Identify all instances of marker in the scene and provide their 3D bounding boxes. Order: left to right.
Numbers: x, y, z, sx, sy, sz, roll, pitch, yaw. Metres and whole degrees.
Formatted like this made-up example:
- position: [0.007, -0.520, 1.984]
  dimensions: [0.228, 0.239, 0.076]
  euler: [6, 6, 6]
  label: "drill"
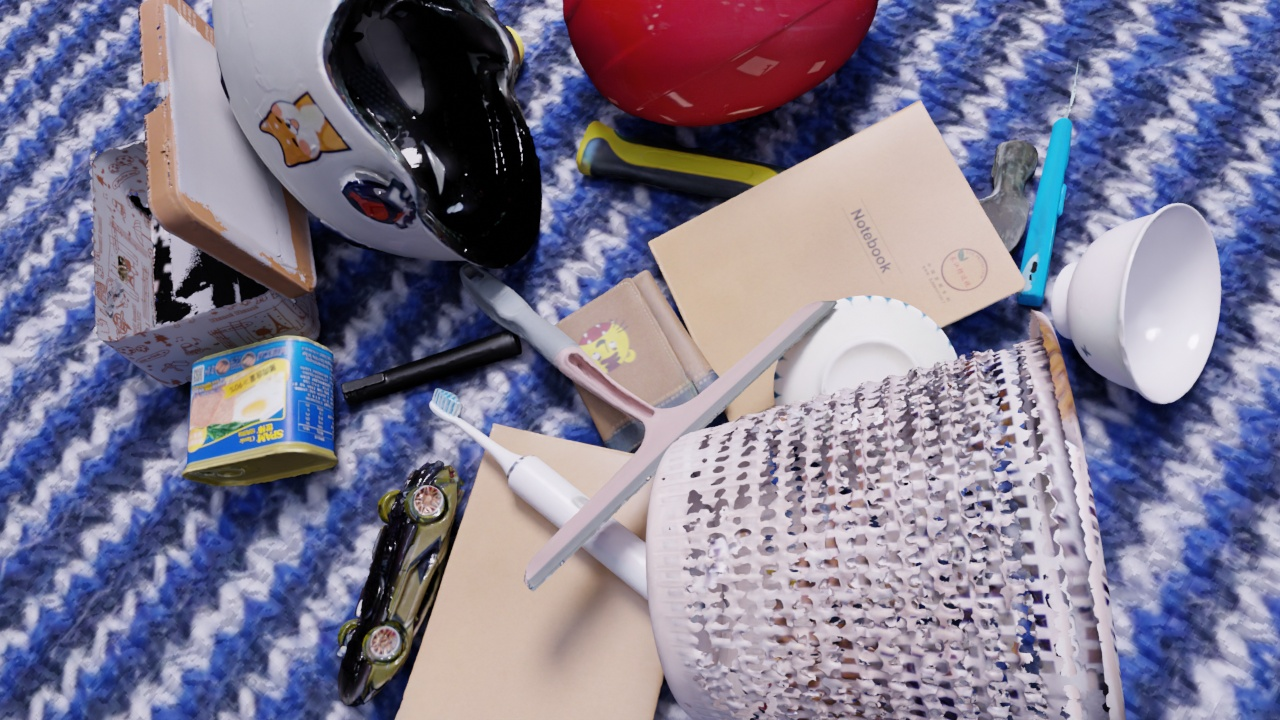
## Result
- position: [-0.150, 0.005, 0.657]
  dimensions: [0.132, 0.022, 0.020]
  euler: [-17, 60, 3]
  label: "marker"

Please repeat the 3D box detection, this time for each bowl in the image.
- position: [0.139, 0.016, 0.560]
  dimensions: [0.116, 0.066, 0.116]
  euler: [0, 90, 11]
  label: "bowl"
- position: [0.298, -0.036, 0.567]
  dimensions: [0.065, 0.118, 0.118]
  euler: [9, 64, 55]
  label: "bowl"

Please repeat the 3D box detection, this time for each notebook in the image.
- position: [-0.052, 0.151, 0.556]
  dimensions: [0.149, 0.012, 0.211]
  euler: [11, 70, 13]
  label: "notebook"
- position: [0.124, -0.065, 0.615]
  dimensions: [0.208, 0.008, 0.147]
  euler: [-26, 74, 11]
  label: "notebook"

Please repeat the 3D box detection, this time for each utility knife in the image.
- position: [0.285, -0.126, 0.631]
  dimensions: [0.018, 0.034, 0.204]
  euler: [9, 68, 26]
  label: "utility knife"

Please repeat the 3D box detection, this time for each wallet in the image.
- position: [-0.004, 0.004, 0.625]
  dimensions: [0.090, 0.033, 0.115]
  euler: [-33, 63, 5]
  label: "wallet"

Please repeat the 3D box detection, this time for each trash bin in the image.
- position: [0.115, 0.101, 0.453]
  dimensions: [0.192, 0.227, 0.227]
  euler: [-8, 66, 20]
  label: "trash bin"

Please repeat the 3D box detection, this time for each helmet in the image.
- position: [-0.184, -0.184, 0.620]
  dimensions: [0.157, 0.274, 0.229]
  euler: [-6, 40, 17]
  label: "helmet"
- position: [0.058, -0.235, 0.637]
  dimensions: [0.239, 0.207, 0.144]
  euler: [2, 92, -17]
  label: "helmet"

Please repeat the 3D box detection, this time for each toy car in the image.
- position: [-0.154, 0.139, 0.583]
  dimensions: [0.042, 0.070, 0.158]
  euler: [25, 70, -26]
  label: "toy car"

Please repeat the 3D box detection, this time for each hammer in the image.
- position: [0.107, -0.123, 0.660]
  dimensions: [0.323, 0.032, 0.126]
  euler: [13, 70, 14]
  label: "hammer"

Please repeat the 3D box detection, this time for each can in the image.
- position: [-0.262, 0.036, 0.635]
  dimensions: [0.102, 0.057, 0.083]
  euler: [-12, 70, 16]
  label: "can"

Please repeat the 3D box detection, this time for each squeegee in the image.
- position: [-0.044, -0.003, 0.603]
  dimensions: [0.247, 0.040, 0.250]
  euler: [-42, 51, -16]
  label: "squeegee"

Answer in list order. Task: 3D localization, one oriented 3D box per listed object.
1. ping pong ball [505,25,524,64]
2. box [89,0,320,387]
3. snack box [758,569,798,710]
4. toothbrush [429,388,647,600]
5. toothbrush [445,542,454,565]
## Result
- position: [-0.114, -0.252, 0.745]
  dimensions: [0.040, 0.040, 0.040]
  euler: [-3, 68, 8]
  label: "ping pong ball"
- position: [-0.315, -0.109, 0.624]
  dimensions: [0.157, 0.194, 0.183]
  euler: [-19, 64, 0]
  label: "box"
- position: [0.022, 0.143, 0.569]
  dimensions: [0.156, 0.027, 0.077]
  euler: [24, 74, 18]
  label: "snack box"
- position: [-0.052, 0.085, 0.564]
  dimensions: [0.221, 0.026, 0.026]
  euler: [35, 113, 20]
  label: "toothbrush"
- position: [-0.100, 0.217, 0.560]
  dimensions: [0.026, 0.027, 0.212]
  euler: [-9, 67, 1]
  label: "toothbrush"
